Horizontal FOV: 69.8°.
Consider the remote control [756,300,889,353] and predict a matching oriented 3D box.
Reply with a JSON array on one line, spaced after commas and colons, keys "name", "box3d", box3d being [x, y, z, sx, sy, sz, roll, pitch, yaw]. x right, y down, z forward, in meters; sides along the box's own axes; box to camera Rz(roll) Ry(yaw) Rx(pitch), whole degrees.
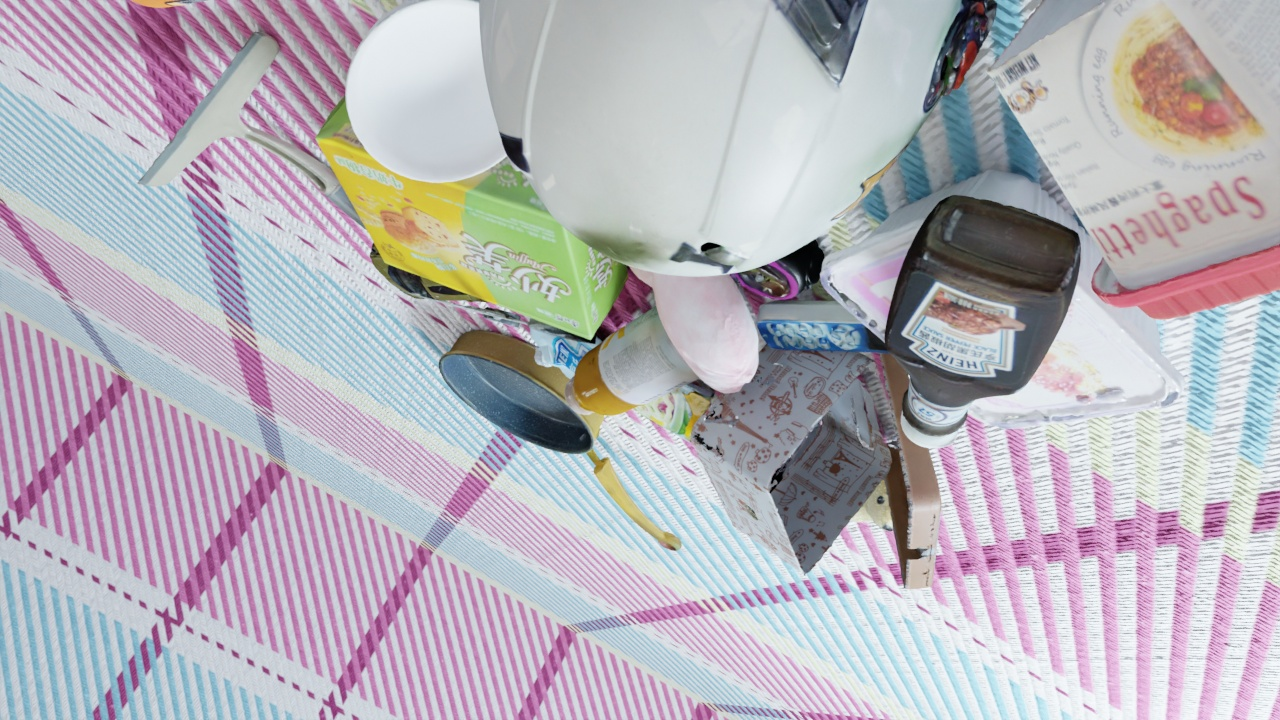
[{"name": "remote control", "box3d": [0.144, -0.024, 0.628, 0.125, 0.024, 0.049, 4, 158, 24]}]

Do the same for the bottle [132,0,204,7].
[{"name": "bottle", "box3d": [-0.282, -0.264, 0.596, 0.150, 0.066, 0.067, 9, 150, 22]}]

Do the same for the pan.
[{"name": "pan", "box3d": [-0.079, 0.097, 1.055, 0.357, 0.078, 0.198, 36, 155, -16]}]

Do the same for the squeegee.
[{"name": "squeegee", "box3d": [-0.285, -0.156, 0.830, 0.246, 0.039, 0.247, 35, 137, -31]}]

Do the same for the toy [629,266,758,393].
[{"name": "toy", "box3d": [0.031, -0.048, 0.642, 0.159, 0.054, 0.121, 55, 169, 24]}]

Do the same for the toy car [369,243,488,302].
[{"name": "toy car", "box3d": [-0.175, -0.081, 0.833, 0.158, 0.042, 0.070, 4, 148, 21]}]

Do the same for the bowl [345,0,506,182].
[{"name": "bowl", "box3d": [-0.128, -0.179, 0.572, 0.064, 0.118, 0.118, 60, -179, 42]}]

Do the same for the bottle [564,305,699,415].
[{"name": "bottle", "box3d": [-0.005, 0.005, 0.782, 0.068, 0.067, 0.190, 37, 145, -18]}]

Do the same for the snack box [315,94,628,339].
[{"name": "snack box", "box3d": [-0.121, -0.114, 0.701, 0.210, 0.069, 0.158, 21, 154, 16]}]

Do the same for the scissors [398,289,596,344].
[{"name": "scissors", "box3d": [-0.118, -0.037, 0.791, 0.159, 0.014, 0.179, 13, -179, 4]}]

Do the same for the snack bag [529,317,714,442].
[{"name": "snack bag", "box3d": [-0.024, 0.012, 0.885, 0.191, 0.038, 0.110, 28, 158, 6]}]

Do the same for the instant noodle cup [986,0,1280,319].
[{"name": "instant noodle cup", "box3d": [0.211, -0.099, 0.348, 0.124, 0.116, 0.117, 47, 152, -10]}]

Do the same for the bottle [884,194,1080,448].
[{"name": "bottle", "box3d": [0.171, -0.007, 0.492, 0.080, 0.044, 0.195, 21, 156, 17]}]

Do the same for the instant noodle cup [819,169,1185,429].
[{"name": "instant noodle cup", "box3d": [0.206, -0.036, 0.522, 0.173, 0.060, 0.138, 38, 154, -18]}]

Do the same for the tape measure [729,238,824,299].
[{"name": "tape measure", "box3d": [0.088, -0.066, 0.609, 0.058, 0.039, 0.057, 38, 154, -20]}]

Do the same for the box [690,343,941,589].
[{"name": "box", "box3d": [0.165, 0.087, 0.694, 0.174, 0.151, 0.182, 34, 163, 35]}]

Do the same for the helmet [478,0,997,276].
[{"name": "helmet", "box3d": [0.020, -0.134, 0.409, 0.230, 0.156, 0.275, 26, 156, 4]}]

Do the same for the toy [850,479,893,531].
[{"name": "toy", "box3d": [0.194, 0.131, 0.849, 0.105, 0.066, 0.158, 33, 149, -23]}]
